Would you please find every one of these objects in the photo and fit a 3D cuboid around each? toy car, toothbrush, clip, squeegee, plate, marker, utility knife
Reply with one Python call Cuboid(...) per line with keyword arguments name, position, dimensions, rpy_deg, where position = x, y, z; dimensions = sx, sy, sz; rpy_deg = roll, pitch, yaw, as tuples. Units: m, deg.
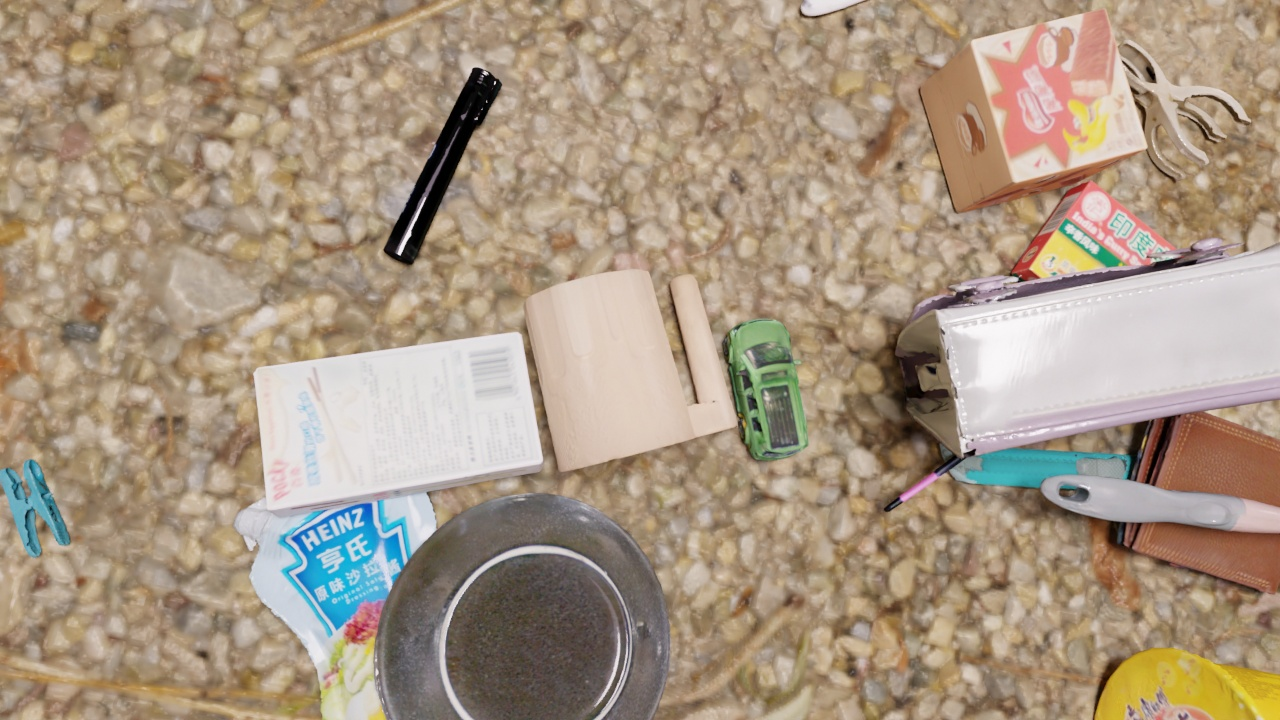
Cuboid(name="toy car", position=(0.081, 0.017, 0.580), dimensions=(0.043, 0.036, 0.091), rpy_deg=(-11, 83, -6))
Cuboid(name="toothbrush", position=(0.191, -0.267, 0.625), dimensions=(0.180, 0.016, 0.016), rpy_deg=(-21, 86, -8))
Cuboid(name="clip", position=(0.373, -0.180, 0.632), dimensions=(0.092, 0.035, 0.103), rpy_deg=(-18, 80, -4))
Cuboid(name="squeegee", position=(0.369, 0.095, 0.569), dimensions=(0.249, 0.040, 0.248), rpy_deg=(7, 96, -9))
Cuboid(name="plate", position=(-0.061, 0.166, 0.534), dimensions=(0.179, 0.024, 0.179), rpy_deg=(5, 75, -19))
Cuboid(name="marker", position=(-0.123, -0.122, 0.574), dimensions=(0.022, 0.020, 0.132), rpy_deg=(22, 82, 10))
Cuboid(name="utility knife", position=(0.303, 0.072, 0.613), dimensions=(0.216, 0.013, 0.029), rpy_deg=(4, 87, -7))
Cuboid(name="clip", position=(-0.353, 0.086, 0.533), dimensions=(0.043, 0.014, 0.056), rpy_deg=(-24, 88, -9))
Cuboid(name="toothbrush", position=(0.229, 0.044, 0.597), dimensions=(0.189, 0.014, 0.018), rpy_deg=(-31, 79, -15))

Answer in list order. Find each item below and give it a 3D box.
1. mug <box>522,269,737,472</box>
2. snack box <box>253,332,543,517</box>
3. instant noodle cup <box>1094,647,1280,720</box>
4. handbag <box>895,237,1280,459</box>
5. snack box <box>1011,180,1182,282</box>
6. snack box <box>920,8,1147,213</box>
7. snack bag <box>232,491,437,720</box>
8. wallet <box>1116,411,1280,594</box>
Cuboid(name="mug", position=(-0.003, 0.003, 0.555), dimensions=(0.124, 0.084, 0.103), rpy_deg=(-12, 85, -32))
Cuboid(name="snack box", position=(-0.141, 0.036, 0.542), dimensions=(0.156, 0.027, 0.084), rpy_deg=(-9, 73, -11))
Cuboid(name="instant noodle cup", position=(0.366, 0.247, 0.552), dimensions=(0.109, 0.138, 0.138), rpy_deg=(7, 84, -14))
Cuboid(name="handbag", position=(0.260, -0.009, 0.532), dimensions=(0.197, 0.145, 0.098), rpy_deg=(-10, 85, 4))
Cuboid(name="snack box", position=(0.335, -0.042, 0.618), dimensions=(0.156, 0.027, 0.077), rpy_deg=(37, 83, -3))
Cuboid(name="snack box", position=(0.250, -0.158, 0.592), dimensions=(0.094, 0.077, 0.092), rpy_deg=(-15, 88, -8))
Cuboid(name="snack bag", position=(-0.156, 0.146, 0.541), dimensions=(0.110, 0.039, 0.191), rpy_deg=(-27, 86, -4))
Cuboid(name="wallet", position=(0.382, 0.093, 0.605), dimensions=(0.124, 0.032, 0.101), rpy_deg=(18, 92, -10))
